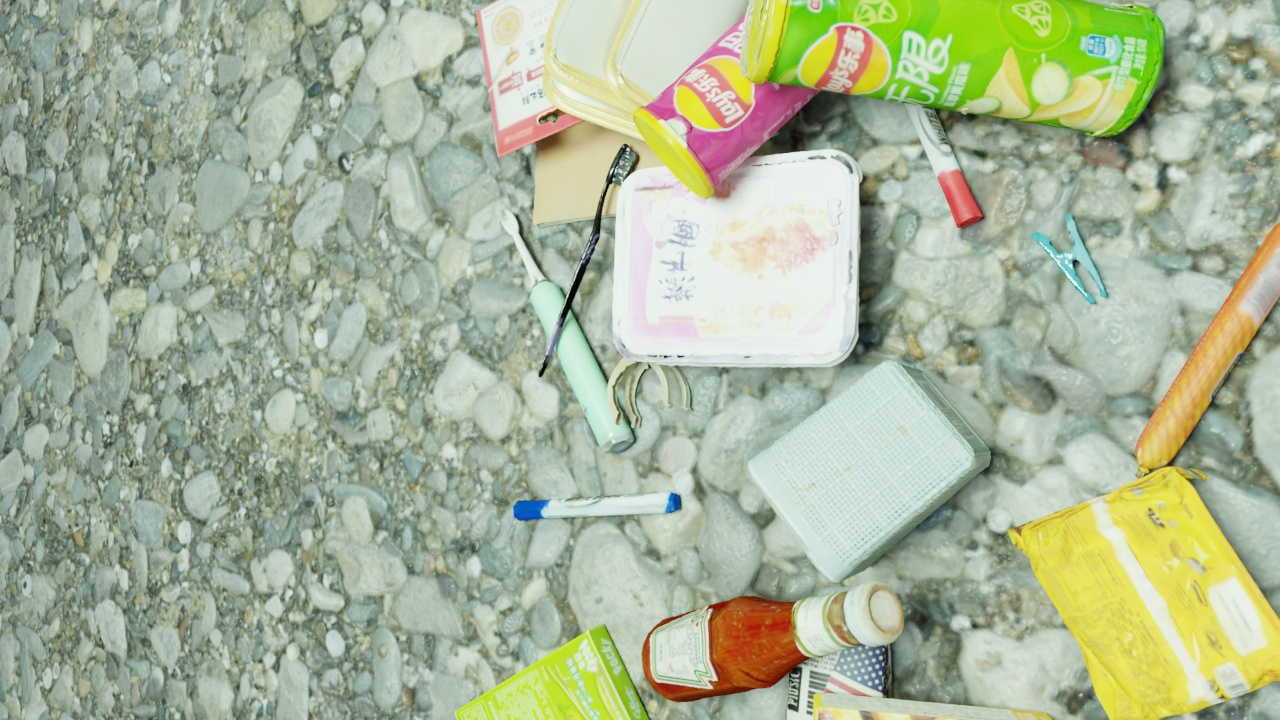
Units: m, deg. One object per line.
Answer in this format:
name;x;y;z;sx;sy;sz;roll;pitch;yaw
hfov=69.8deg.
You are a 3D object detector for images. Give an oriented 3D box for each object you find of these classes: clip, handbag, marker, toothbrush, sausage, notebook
clip;-0.008;0.007;0.683;0.094;0.035;0.102;-45;63;19
handbag;0.035;-0.229;0.630;0.179;0.063;0.163;22;82;1
marker;-0.036;0.112;0.704;0.146;0.016;0.017;-8;83;30
clip;0.255;-0.058;0.541;0.049;0.015;0.057;-34;70;23
toothbrush;-0.041;-0.074;0.695;0.017;0.014;0.189;21;92;14
sausage;0.315;-0.007;0.499;0.021;0.021;0.165;33;104;27
toothbrush;-0.064;-0.028;0.721;0.026;0.027;0.224;-24;73;-10
notebook;-0.020;-0.215;0.713;0.150;0.012;0.211;-2;87;30
marker;0.182;-0.152;0.587;0.017;0.017;0.145;-25;76;27

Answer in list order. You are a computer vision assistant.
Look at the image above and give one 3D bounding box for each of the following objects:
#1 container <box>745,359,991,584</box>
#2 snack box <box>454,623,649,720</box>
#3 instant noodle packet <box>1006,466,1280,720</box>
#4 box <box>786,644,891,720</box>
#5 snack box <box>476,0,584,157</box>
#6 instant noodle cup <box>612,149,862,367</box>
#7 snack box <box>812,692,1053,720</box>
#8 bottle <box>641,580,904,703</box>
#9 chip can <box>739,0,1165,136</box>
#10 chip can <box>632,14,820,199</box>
container;0.143;0.064;0.561;0.112;0.090;0.090;-42;68;19
snack box;-0.071;0.278;0.711;0.157;0.026;0.085;-38;70;24
instant noodle packet;0.280;0.132;0.500;0.111;0.044;0.128;-34;68;32
box;0.130;0.241;0.591;0.072;0.059;0.164;3;90;9
snack box;-0.062;-0.228;0.705;0.113;0.044;0.127;-15;79;27
instant noodle cup;0.070;-0.063;0.623;0.174;0.060;0.138;1;87;31
snack box;0.171;0.248;0.538;0.140;0.033;0.087;3;88;5
bottle;0.076;0.173;0.570;0.207;0.059;0.059;-35;69;49
chip can;0.170;-0.174;0.506;0.221;0.072;0.072;8;92;-4
chip can;0.095;-0.198;0.573;0.210;0.071;0.071;-43;66;1
